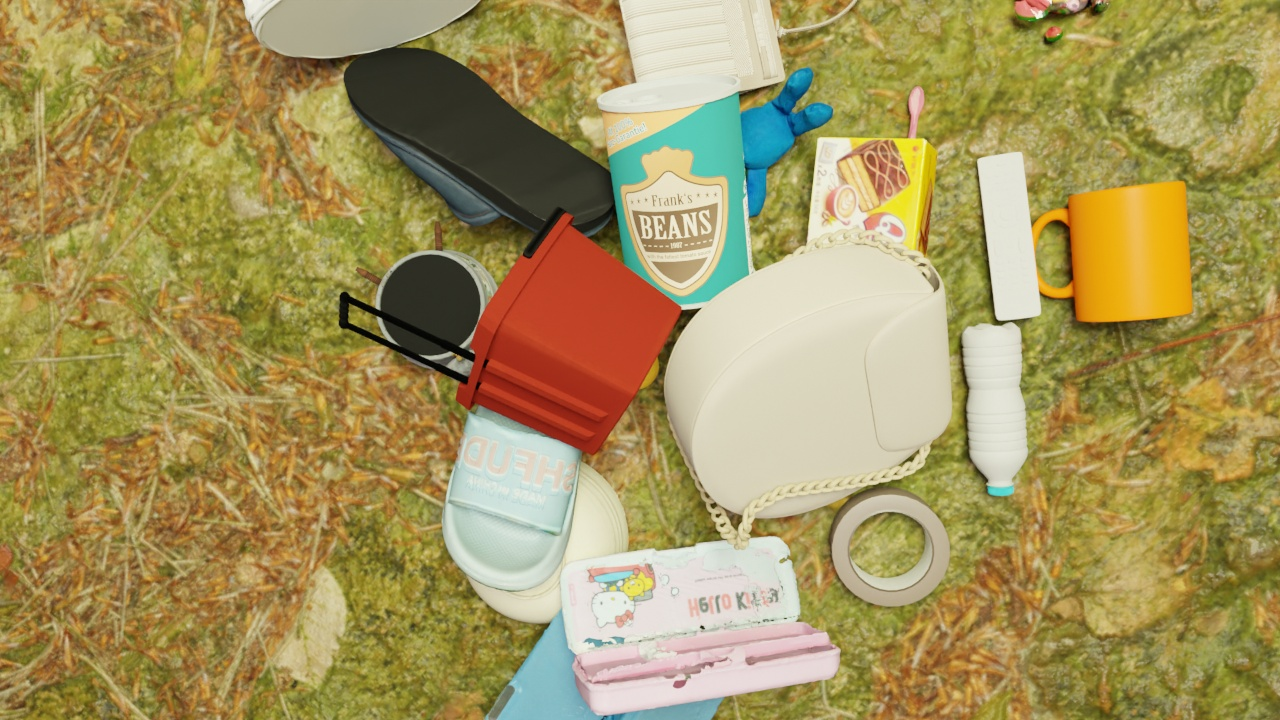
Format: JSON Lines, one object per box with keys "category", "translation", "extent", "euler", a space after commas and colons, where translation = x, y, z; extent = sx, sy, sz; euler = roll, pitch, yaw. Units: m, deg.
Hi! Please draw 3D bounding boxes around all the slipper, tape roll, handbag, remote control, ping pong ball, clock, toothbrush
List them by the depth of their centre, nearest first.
{"category": "handbag", "translation": [0.128, 0.026, 0.673], "extent": [0.208, 0.103, 0.211], "euler": [-25, 135, -1]}
{"category": "handbag", "translation": [0.080, -0.300, 0.721], "extent": [0.198, 0.062, 0.175], "euler": [-12, 95, 3]}
{"category": "remote control", "translation": [0.291, -0.098, 0.725], "extent": [0.033, 0.012, 0.131], "euler": [-7, 89, 15]}
{"category": "slipper", "translation": [-0.091, 0.056, 0.727], "extent": [0.104, 0.074, 0.245], "euler": [11, 68, 7]}
{"category": "toothbrush", "translation": [0.214, -0.150, 0.737], "extent": [0.021, 0.016, 0.135], "euler": [6, 99, 7]}
{"category": "slipper", "translation": [-0.136, -0.159, 0.741], "extent": [0.265, 0.108, 0.084], "euler": [36, 142, 17]}
{"category": "tape roll", "translation": [0.205, 0.153, 0.759], "extent": [0.094, 0.030, 0.094], "euler": [1, 96, 8]}
{"category": "ping pong ball", "translation": [-0.005, 0.004, 0.768], "extent": [0.040, 0.040, 0.040], "euler": [1, 96, 7]}
{"category": "clock", "translation": [-0.166, -0.033, 0.778], "extent": [0.104, 0.056, 0.148], "euler": [-30, 86, 1]}

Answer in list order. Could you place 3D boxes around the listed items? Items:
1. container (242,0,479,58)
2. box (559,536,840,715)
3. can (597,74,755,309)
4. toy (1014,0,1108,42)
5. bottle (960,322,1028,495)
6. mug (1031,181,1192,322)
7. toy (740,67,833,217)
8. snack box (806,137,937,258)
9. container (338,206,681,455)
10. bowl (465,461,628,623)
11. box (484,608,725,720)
{"category": "container", "translation": [-0.228, -0.353, 0.688], "extent": [0.189, 0.189, 0.187], "euler": [-18, 94, 9]}
{"category": "box", "translation": [0.044, 0.198, 0.716], "extent": [0.201, 0.111, 0.101], "euler": [-3, 88, -16]}
{"category": "can", "translation": [0.029, -0.123, 0.663], "extent": [0.099, 0.099, 0.144], "euler": [-5, 116, 8]}
{"category": "toy", "translation": [0.314, -0.303, 0.695], "extent": [0.084, 0.046, 0.103], "euler": [-31, 86, 23]}
{"category": "bottle", "translation": [0.283, 0.039, 0.731], "extent": [0.044, 0.044, 0.136], "euler": [-5, 95, 8]}
{"category": "mug", "translation": [0.353, -0.080, 0.700], "extent": [0.113, 0.077, 0.096], "euler": [-3, 96, 36]}
{"category": "toy", "translation": [0.070, -0.168, 0.723], "extent": [0.177, 0.070, 0.113], "euler": [-33, 92, 30]}
{"category": "snack box", "translation": [0.179, -0.116, 0.711], "extent": [0.084, 0.061, 0.106], "euler": [7, 97, 24]}
{"category": "container", "translation": [-0.090, -0.030, 0.652], "extent": [0.201, 0.148, 0.126], "euler": [30, 57, -2]}
{"category": "bowl", "translation": [-0.089, 0.159, 0.777], "extent": [0.151, 0.075, 0.151], "euler": [1, 96, 8]}
{"category": "box", "translation": [-0.044, 0.325, 0.771], "extent": [0.175, 0.060, 0.232], "euler": [29, 101, -18]}
